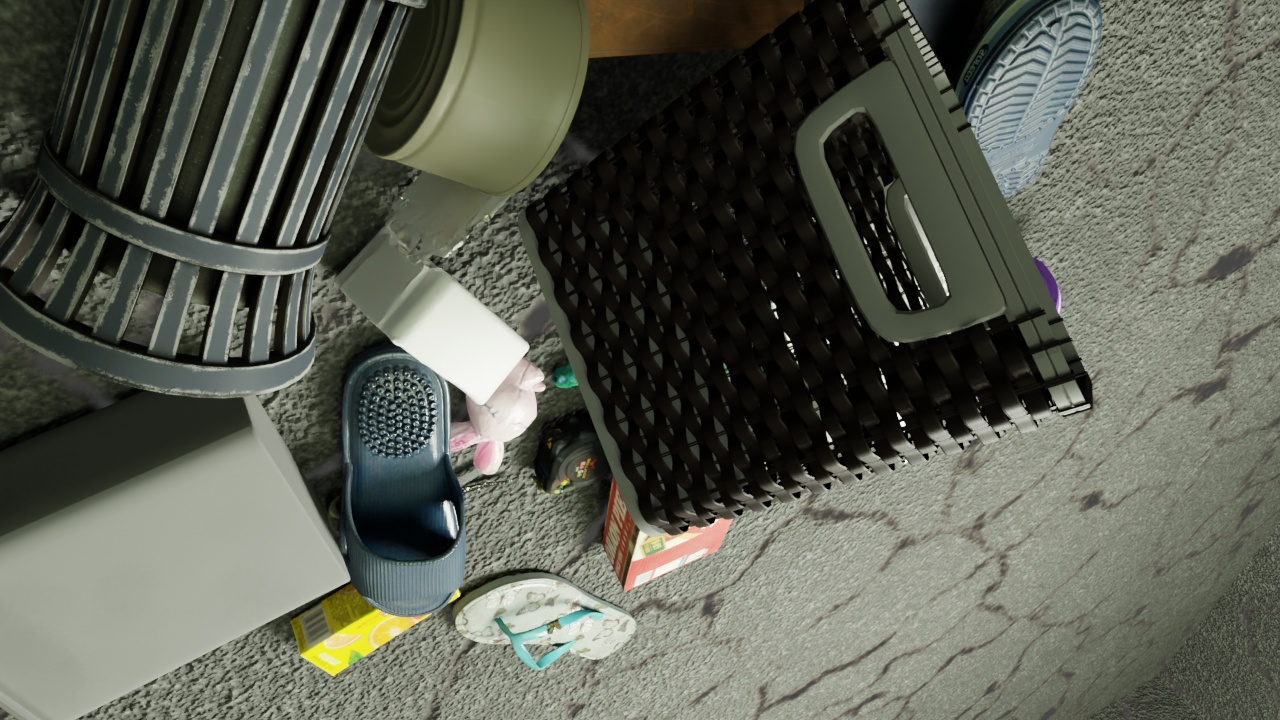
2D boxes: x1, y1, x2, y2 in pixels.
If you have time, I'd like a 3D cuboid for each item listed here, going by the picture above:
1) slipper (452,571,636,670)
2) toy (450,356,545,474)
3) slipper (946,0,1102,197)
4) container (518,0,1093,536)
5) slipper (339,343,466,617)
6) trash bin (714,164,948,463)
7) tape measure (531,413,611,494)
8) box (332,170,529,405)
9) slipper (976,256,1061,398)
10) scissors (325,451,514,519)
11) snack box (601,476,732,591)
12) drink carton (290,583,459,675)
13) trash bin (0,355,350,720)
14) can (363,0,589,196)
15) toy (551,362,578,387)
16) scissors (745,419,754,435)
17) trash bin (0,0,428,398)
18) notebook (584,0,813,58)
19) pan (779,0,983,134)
[{"bbox_3d":[-0.083,0.285,0.979,0.098,0.054,0.268,-49,139,9],"label":"slipper"},{"bbox_3d":[-0.118,0.045,0.740,0.063,0.047,0.110,21,119,-32],"label":"toy"},{"bbox_3d":[0.293,-0.218,0.763,0.105,0.095,0.253,-20,155,2],"label":"slipper"},{"bbox_3d":[0.108,-0.046,0.581,0.244,0.247,0.245,-26,171,25],"label":"container"},{"bbox_3d":[-0.183,0.116,0.705,0.101,0.082,0.264,-5,122,-15],"label":"slipper"},{"bbox_3d":[0.189,-0.049,0.779,0.195,0.195,0.200,14,108,-42],"label":"trash bin"},{"bbox_3d":[-0.056,0.082,0.821,0.072,0.042,0.072,-5,129,-26],"label":"tape measure"},{"bbox_3d":[-0.120,-0.069,0.598,0.137,0.108,0.128,-51,137,-6],"label":"box"},{"bbox_3d":[0.311,-0.015,0.948,0.267,0.107,0.084,-41,139,10],"label":"slipper"},{"bbox_3d":[-0.192,0.121,0.780,0.158,0.012,0.162,-46,139,13],"label":"scissors"},{"bbox_3d":[0.032,0.138,0.868,0.113,0.060,0.237,-20,154,-17],"label":"snack box"},{"bbox_3d":[-0.235,0.220,0.820,0.134,0.043,0.058,-31,141,-6],"label":"drink carton"},{"bbox_3d":[-0.340,0.126,0.619,0.219,0.097,0.192,-26,138,-16],"label":"trash bin"},{"bbox_3d":[-0.095,-0.162,0.505,0.073,0.127,0.128,11,120,-39],"label":"can"},{"bbox_3d":[-0.005,0.005,0.770,0.131,0.072,0.193,-3,138,19],"label":"toy"},{"bbox_3d":[0.097,0.067,0.863,0.019,0.124,0.157,-55,156,-57],"label":"scissors"},{"bbox_3d":[-0.203,-0.122,0.446,0.164,0.164,0.228,11,116,-41],"label":"trash bin"},{"bbox_3d":[0.046,-0.297,0.489,0.178,0.014,0.250,-6,118,-7],"label":"notebook"},{"bbox_3d":[0.117,-0.248,0.659,0.355,0.021,0.199,-13,133,-25],"label":"pan"}]
